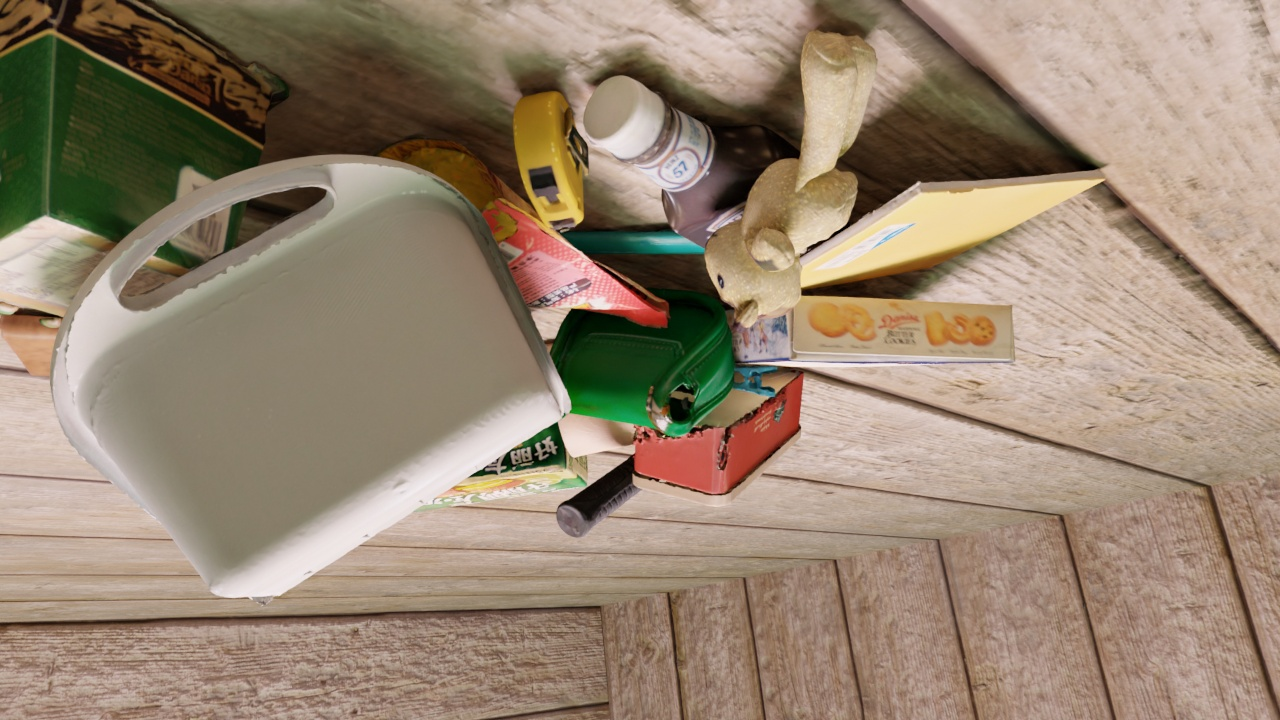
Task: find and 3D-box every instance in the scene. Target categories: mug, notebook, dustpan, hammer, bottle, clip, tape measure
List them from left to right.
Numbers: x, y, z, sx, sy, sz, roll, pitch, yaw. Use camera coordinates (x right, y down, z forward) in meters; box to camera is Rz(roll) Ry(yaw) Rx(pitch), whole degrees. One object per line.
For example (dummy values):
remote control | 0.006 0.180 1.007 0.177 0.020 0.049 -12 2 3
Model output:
dustpan | -0.153 0.014 0.465 0.222 0.142 0.258 -32 178 -13
tape measure | -0.042 -0.103 0.454 0.029 0.060 0.057 -8 155 9
mug | -0.022 0.023 0.810 0.103 0.084 0.125 -11 134 7
hammer | 0.024 0.083 0.845 0.129 0.033 0.299 -7 -167 36
bottle | 0.045 -0.100 0.513 0.080 0.044 0.194 -29 151 30
clip | 0.079 0.014 0.662 0.014 0.047 0.057 0 -176 -27
notebook | 0.182 -0.080 0.583 0.205 0.010 0.146 -12 168 -38

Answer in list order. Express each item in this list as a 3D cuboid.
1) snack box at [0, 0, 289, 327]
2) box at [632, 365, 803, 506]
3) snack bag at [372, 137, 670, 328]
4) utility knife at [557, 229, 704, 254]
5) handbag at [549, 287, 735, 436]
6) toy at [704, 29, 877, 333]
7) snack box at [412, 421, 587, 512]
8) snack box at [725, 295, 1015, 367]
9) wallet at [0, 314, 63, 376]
snack box | -0.229 -0.079 0.389 0.118 0.105 0.118 -17 160 25
box | 0.065 0.044 0.746 0.091 0.080 0.167 11 -160 29
snack bag | -0.076 -0.057 0.556 0.129 0.073 0.207 1 167 24
utility knife | -0.006 -0.079 0.605 0.151 0.013 0.029 -1 158 -8
handbag | -0.004 0.004 0.646 0.131 0.119 0.068 6 124 28
toy | 0.076 -0.088 0.462 0.066 0.104 0.158 25 128 10
snack box | -0.187 0.120 1.032 0.240 0.063 0.114 -9 162 6
snack box | 0.153 -0.018 0.703 0.177 0.046 0.183 1 178 -18
wallet | -0.400 -0.006 0.675 0.101 0.020 0.116 4 161 -23
